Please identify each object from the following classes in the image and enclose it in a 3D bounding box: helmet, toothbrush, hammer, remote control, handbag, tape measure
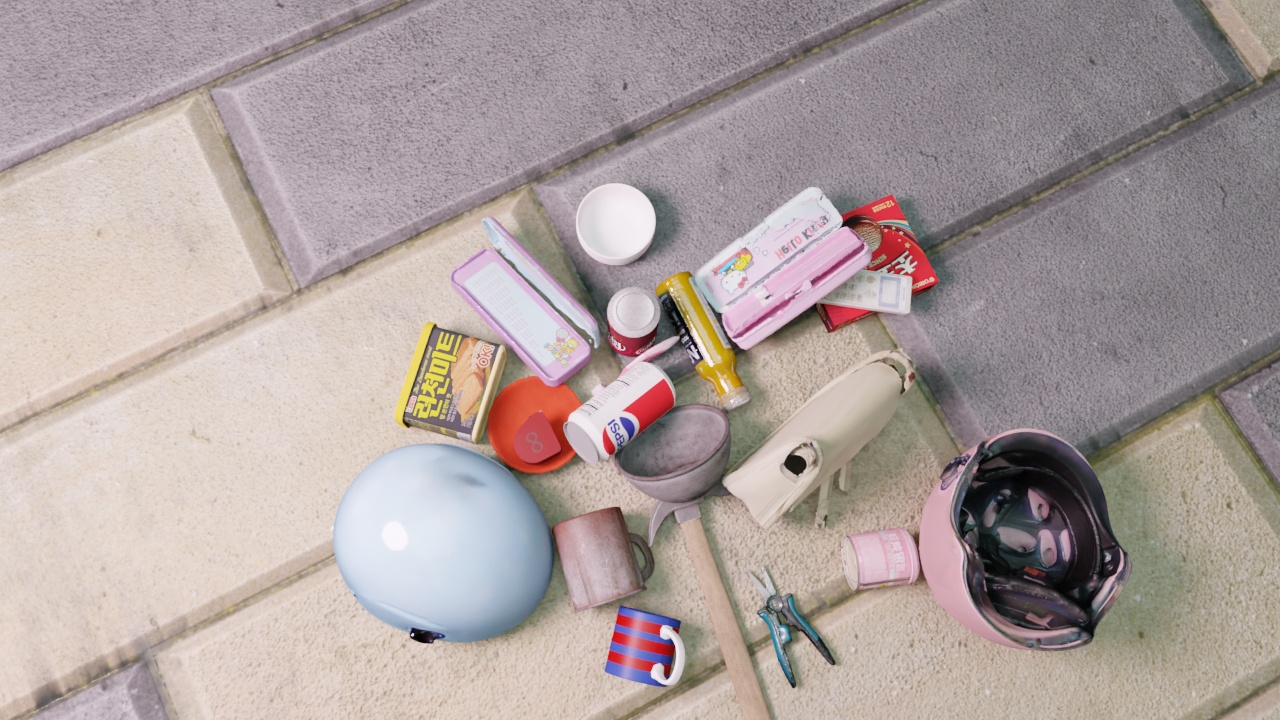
[{"bbox_3d":[-0.222,0.207,1.054,0.265,0.167,0.225,23,67,-6],"label":"helmet"},{"bbox_3d":[-0.007,0.007,1.169,0.135,0.021,0.016,-37,74,4],"label":"toothbrush"},{"bbox_3d":[0.100,0.309,1.107,0.119,0.031,0.331,-17,82,-12],"label":"hammer"},{"bbox_3d":[0.279,-0.092,1.176,0.136,0.011,0.050,8,76,0],"label":"remote control"},{"bbox_3d":[0.431,0.210,1.070,0.230,0.153,0.254,26,65,-6],"label":"helmet"},{"bbox_3d":[0.229,0.106,1.089,0.132,0.184,0.228,46,61,6],"label":"handbag"},{"bbox_3d":[-0.129,0.097,1.116,0.051,0.019,0.059,-27,72,-6],"label":"tape measure"}]

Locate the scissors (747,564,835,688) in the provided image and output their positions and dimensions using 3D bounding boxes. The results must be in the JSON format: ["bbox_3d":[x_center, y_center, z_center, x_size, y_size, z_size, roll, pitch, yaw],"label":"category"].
[{"bbox_3d":[0.179,0.324,1.108,0.120,0.019,0.150,9,75,1],"label":"scissors"}]

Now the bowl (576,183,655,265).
[{"bbox_3d":[-0.033,-0.173,1.204,0.105,0.054,0.104,1,75,-3],"label":"bowl"}]

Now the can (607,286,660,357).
[{"bbox_3d":[-0.010,-0.046,1.142,0.063,0.114,0.063,0,76,-2],"label":"can"}]

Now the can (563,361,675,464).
[{"bbox_3d":[-0.024,0.063,1.116,0.131,0.070,0.070,-37,80,-26],"label":"can"}]

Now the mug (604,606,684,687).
[{"bbox_3d":[0.014,0.332,1.057,0.075,0.112,0.076,22,74,-32],"label":"mug"}]

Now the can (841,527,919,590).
[{"bbox_3d":[0.288,0.239,1.106,0.076,0.067,0.067,-7,77,-3],"label":"can"}]

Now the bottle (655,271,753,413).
[{"bbox_3d":[0.083,-0.022,1.171,0.053,0.053,0.186,-26,79,-8],"label":"bottle"}]

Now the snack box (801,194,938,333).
[{"bbox_3d":[0.290,-0.128,1.211,0.152,0.036,0.132,-23,78,-7],"label":"snack box"}]

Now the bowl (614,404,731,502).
[{"bbox_3d":[0.048,0.122,1.108,0.145,0.145,0.067,-27,116,-8],"label":"bowl"}]

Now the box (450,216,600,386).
[{"bbox_3d":[-0.146,-0.077,1.140,0.089,0.093,0.214,-39,71,-19],"label":"box"}]

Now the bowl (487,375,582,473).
[{"bbox_3d":[-0.129,0.083,1.149,0.122,0.035,0.122,0,76,-2],"label":"bowl"}]

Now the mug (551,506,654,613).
[{"bbox_3d":[-0.037,0.234,1.096,0.122,0.096,0.110,-7,78,-41],"label":"mug"}]

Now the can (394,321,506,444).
[{"bbox_3d":[-0.233,0.030,1.141,0.101,0.072,0.130,16,76,-1],"label":"can"}]

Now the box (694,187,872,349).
[{"bbox_3d":[0.181,-0.114,1.165,0.201,0.059,0.155,-36,45,10],"label":"box"}]
